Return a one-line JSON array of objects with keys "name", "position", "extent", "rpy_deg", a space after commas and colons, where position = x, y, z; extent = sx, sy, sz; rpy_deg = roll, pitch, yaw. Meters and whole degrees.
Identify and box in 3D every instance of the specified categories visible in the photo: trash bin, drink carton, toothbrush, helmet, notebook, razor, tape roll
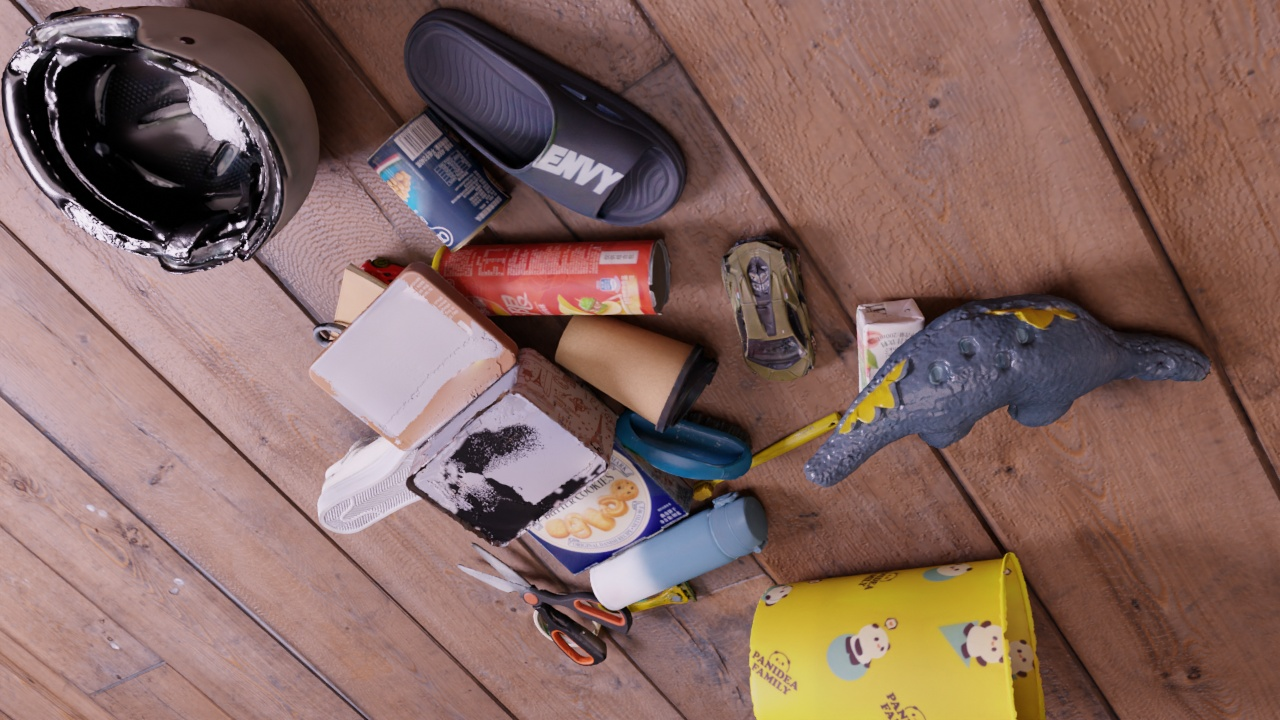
[{"name": "trash bin", "position": [0.263, 0.319, 0.942], "extent": [0.256, 0.228, 0.230], "rpy_deg": [-9, 120, 27]}, {"name": "drink carton", "position": [0.227, 0.006, 0.839], "extent": [0.053, 0.045, 0.123], "rpy_deg": [-7, 124, 5]}, {"name": "toothbrush", "position": [0.128, 0.102, 0.949], "extent": [0.191, 0.016, 0.015], "rpy_deg": [-33, 111, 31]}, {"name": "helmet", "position": [-0.393, -0.206, 0.803], "extent": [0.275, 0.156, 0.230], "rpy_deg": [1, 126, 28]}, {"name": "notebook", "position": [-0.221, -0.004, 0.956], "extent": [0.211, 0.012, 0.150], "rpy_deg": [31, 142, -6]}, {"name": "razor", "position": [0.002, 0.288, 1.106], "extent": [0.133, 0.028, 0.043], "rpy_deg": [-19, 120, 28]}, {"name": "tape roll", "position": [-0.093, 0.331, 1.167], "extent": [0.086, 0.013, 0.086], "rpy_deg": [7, 124, 11]}]

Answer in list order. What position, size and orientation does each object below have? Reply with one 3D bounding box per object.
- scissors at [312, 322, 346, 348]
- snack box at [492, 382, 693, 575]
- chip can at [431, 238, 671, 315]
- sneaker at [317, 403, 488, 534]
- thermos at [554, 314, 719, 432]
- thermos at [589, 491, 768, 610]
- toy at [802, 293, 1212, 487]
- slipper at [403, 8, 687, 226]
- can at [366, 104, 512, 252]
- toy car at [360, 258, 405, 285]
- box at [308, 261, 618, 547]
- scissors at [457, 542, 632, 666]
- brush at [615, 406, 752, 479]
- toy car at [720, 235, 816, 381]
[{"name": "scissors", "position": [-0.265, -0.009, 0.954], "extent": [0.181, 0.014, 0.160], "rpy_deg": [10, 141, 19]}, {"name": "snack box", "position": [-0.067, 0.136, 1.010], "extent": [0.178, 0.045, 0.182], "rpy_deg": [-35, 109, 31]}, {"name": "chip can", "position": [-0.084, -0.077, 0.855], "extent": [0.217, 0.073, 0.073], "rpy_deg": [-1, 123, 16]}, {"name": "sneaker", "position": [-0.260, 0.101, 1.023], "extent": [0.243, 0.090, 0.089], "rpy_deg": [-31, 133, 19]}, {"name": "thermos", "position": [-0.005, 0.005, 0.883], "extent": [0.143, 0.092, 0.093], "rpy_deg": [26, 126, 8]}, {"name": "thermos", "position": [0.042, 0.213, 1.021], "extent": [0.221, 0.070, 0.070], "rpy_deg": [-32, 110, 30]}, {"name": "toy", "position": [0.304, 0.011, 0.770], "extent": [0.356, 0.091, 0.138], "rpy_deg": [-14, 115, 0]}, {"name": "slipper", "position": [-0.091, -0.191, 0.774], "extent": [0.268, 0.083, 0.111], "rpy_deg": [32, 127, -5]}, {"name": "can", "position": [-0.180, -0.163, 0.821], "extent": [0.075, 0.075, 0.111], "rpy_deg": [-32, 110, 31]}, {"name": "toy car", "position": [-0.234, -0.069, 0.928], "extent": [0.106, 0.031, 0.049], "rpy_deg": [14, 127, 4]}, {"name": "box", "position": [-0.172, 0.047, 0.879], "extent": [0.177, 0.082, 0.260], "rpy_deg": [-38, 113, 26]}, {"name": "scissors", "position": [-0.109, 0.291, 1.123], "extent": [0.205, 0.021, 0.224], "rpy_deg": [-20, 112, 29]}, {"name": "brush", "position": [0.043, 0.087, 0.928], "extent": [0.144, 0.073, 0.055], "rpy_deg": [18, 121, 4]}, {"name": "toy car", "position": [0.120, -0.043, 0.841], "extent": [0.070, 0.042, 0.158], "rpy_deg": [-7, 123, 20]}]
